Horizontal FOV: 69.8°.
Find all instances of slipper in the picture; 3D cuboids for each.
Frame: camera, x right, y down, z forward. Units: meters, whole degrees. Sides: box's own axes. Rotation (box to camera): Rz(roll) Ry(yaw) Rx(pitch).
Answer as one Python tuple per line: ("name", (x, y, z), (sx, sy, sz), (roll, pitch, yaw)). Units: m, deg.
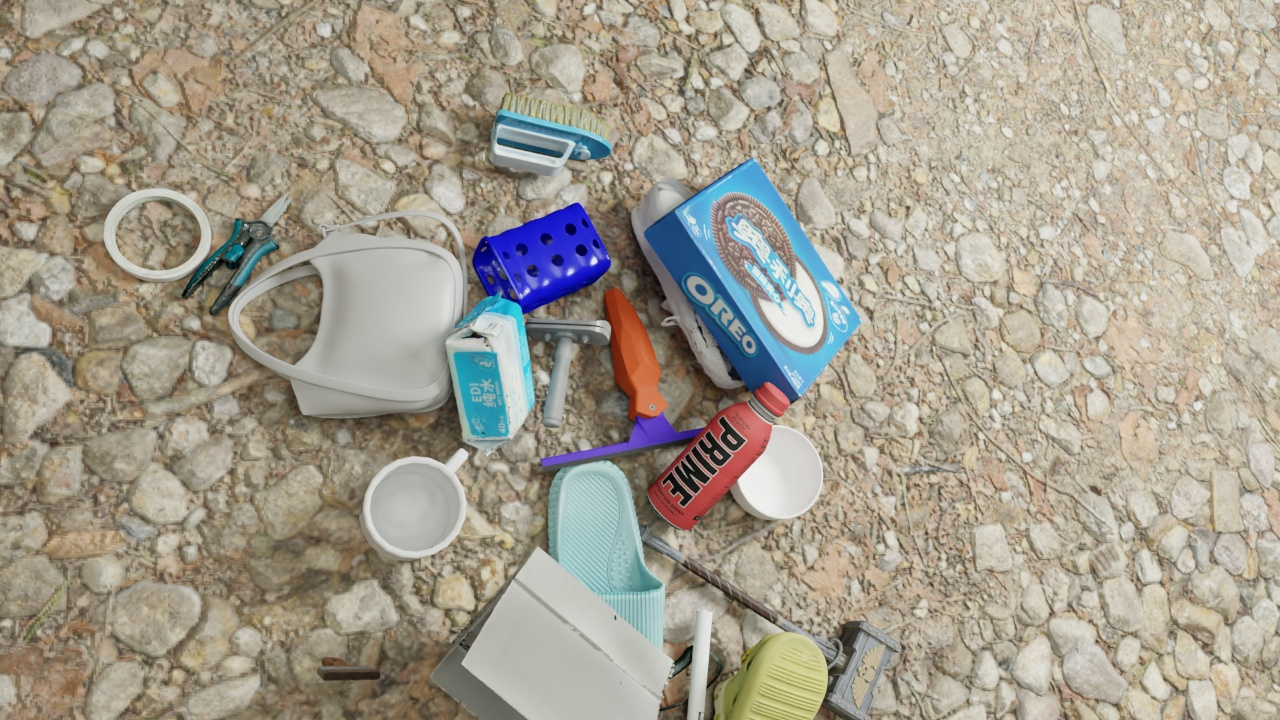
("slipper", (0.057, -0.081, 1.029), (0.112, 0.075, 0.246), (-19, 81, -33))
("slipper", (-0.038, 0.227, 0.916), (0.116, 0.070, 0.276), (-3, 73, -12))
("slipper", (0.121, 0.358, 0.945), (0.091, 0.081, 0.190), (22, 97, -20))

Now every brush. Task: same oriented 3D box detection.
("brush", (-0.262, 0.266, 0.796), (0.045, 0.143, 0.008), (9, 75, -26))
("brush", (-0.098, -0.244, 1.025), (0.135, 0.055, 0.075), (9, 69, -17))

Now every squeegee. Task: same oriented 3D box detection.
("squeegee", (-0.006, 0.006, 0.997), (0.249, 0.055, 0.184), (-9, 70, -22))

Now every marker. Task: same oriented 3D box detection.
("marker", (0.061, 0.326, 0.947), (0.020, 0.017, 0.133), (27, 65, -53))

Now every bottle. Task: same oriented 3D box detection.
("bottle", (0.084, 0.096, 0.954), (0.062, 0.062, 0.177), (40, 104, -6))

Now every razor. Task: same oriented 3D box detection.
("razor", (-0.084, 0.013, 0.954), (0.088, 0.047, 0.116), (3, 72, 17))

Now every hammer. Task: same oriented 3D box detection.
("hammer", (0.126, 0.266, 0.989), (0.322, 0.044, 0.098), (34, 69, -6))

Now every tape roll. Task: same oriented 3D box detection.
("tape roll", (-0.468, -0.122, 0.891), (0.093, 0.013, 0.093), (4, 75, -18))

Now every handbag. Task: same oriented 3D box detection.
("handbag", (-0.291, -0.047, 0.916), (0.222, 0.096, 0.215), (4, 74, -5))

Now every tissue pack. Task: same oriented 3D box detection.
("tissue pack", (-0.147, 0.015, 0.902), (0.062, 0.092, 0.144), (-2, 114, 10))

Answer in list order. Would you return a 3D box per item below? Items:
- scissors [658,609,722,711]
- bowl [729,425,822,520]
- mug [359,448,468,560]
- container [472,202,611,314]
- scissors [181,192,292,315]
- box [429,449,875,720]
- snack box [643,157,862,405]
("scissors", (0.002, 0.340, 0.939), (0.154, 0.015, 0.209), (36, 68, -9))
("bowl", (0.144, 0.127, 1.020), (0.104, 0.054, 0.104), (5, 74, -16))
("mug", (-0.208, 0.132, 0.876), (0.091, 0.090, 0.121), (43, 67, -5))
("container", (-0.105, -0.104, 0.974), (0.113, 0.085, 0.084), (-27, 87, -24))
("scissors", (-0.400, -0.111, 0.910), (0.138, 0.019, 0.129), (-12, 80, -23))
("box", (-0.033, 0.224, 0.686), (0.167, 0.508, 0.148), (39, 63, -1))
("snack box", (0.132, -0.089, 1.018), (0.239, 0.056, 0.195), (55, 43, -6))
